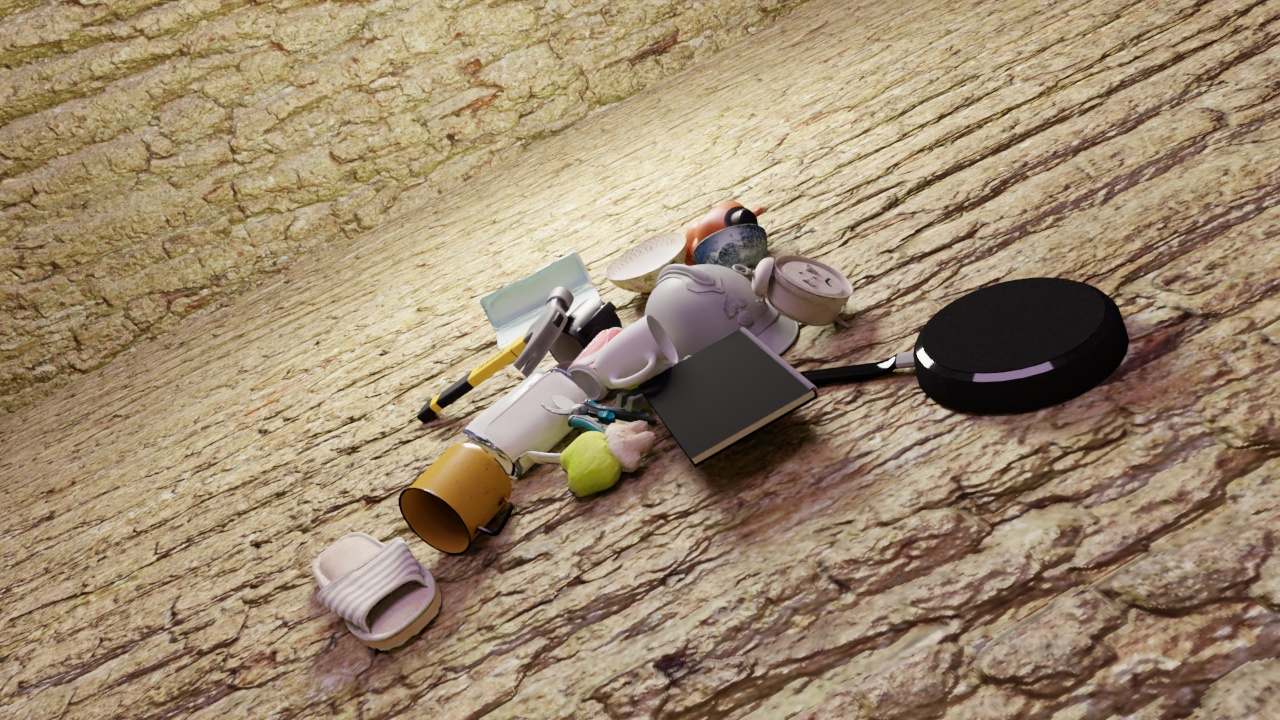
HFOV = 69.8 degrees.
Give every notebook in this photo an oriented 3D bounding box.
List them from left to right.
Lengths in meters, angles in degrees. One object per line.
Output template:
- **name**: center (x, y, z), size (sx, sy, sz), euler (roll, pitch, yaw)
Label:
- **notebook**: center (0.091, 0.033, 1.024), size (0.149, 0.016, 0.206), euler (-29, 25, -4)

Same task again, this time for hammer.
- **hammer**: center (-0.230, 0.016, 1.363), size (0.325, 0.034, 0.169), euler (-32, 24, 33)

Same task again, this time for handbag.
- **handbag**: center (-0.125, 0.084, 1.183), size (0.176, 0.074, 0.151), euler (18, 48, 44)

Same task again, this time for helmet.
- **helmet**: center (0.082, -0.076, 1.236), size (0.183, 0.118, 0.271), euler (-37, 29, -22)

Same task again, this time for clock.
- **clock**: center (0.190, -0.090, 1.164), size (0.157, 0.061, 0.103), euler (18, 31, -2)

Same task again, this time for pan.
- **pan**: center (0.317, -0.011, 0.975), size (0.357, 0.044, 0.203), euler (-8, 30, 32)

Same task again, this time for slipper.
- **slipper**: center (-0.317, 0.253, 1.064), size (0.114, 0.054, 0.273), euler (-33, 24, -26)

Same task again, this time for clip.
- **clip**: center (0.002, 0.045, 1.158), size (0.043, 0.023, 0.075), euler (22, 25, 35)

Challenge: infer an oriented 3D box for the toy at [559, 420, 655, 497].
- **toy**: center (-0.037, 0.109, 1.072), size (0.118, 0.043, 0.092), euler (-30, 35, 1)

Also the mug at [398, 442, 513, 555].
- **mug**: center (-0.205, 0.164, 1.081), size (0.124, 0.101, 0.093), euler (20, 42, 20)

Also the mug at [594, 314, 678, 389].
- **mug**: center (-0.010, 0.004, 1.137), size (0.089, 0.071, 0.107), euler (-31, 22, 16)

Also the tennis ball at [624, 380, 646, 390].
- **tennis ball**: center (-0.007, 0.007, 1.223), size (0.065, 0.065, 0.065), euler (-21, 25, 10)

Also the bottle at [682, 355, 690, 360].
- **bottle**: center (0.101, 0.038, 1.082), size (0.174, 0.046, 0.083), euler (4, 38, 48)

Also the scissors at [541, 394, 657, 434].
- **scissors**: center (-0.049, 0.075, 1.139), size (0.155, 0.019, 0.124), euler (-9, 40, -5)

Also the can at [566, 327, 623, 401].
- **can**: center (-0.052, 0.004, 1.274), size (0.064, 0.064, 0.104), euler (-5, 32, 38)

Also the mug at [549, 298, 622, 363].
- **mug**: center (-0.075, -0.045, 1.352), size (0.087, 0.078, 0.114), euler (-47, 1, -38)

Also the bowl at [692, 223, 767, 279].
- **bowl**: center (0.141, -0.150, 1.376), size (0.114, 0.060, 0.114), euler (-14, -19, -5)

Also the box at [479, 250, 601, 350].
- **box**: center (-0.174, -0.103, 1.598), size (0.197, 0.074, 0.126), euler (-27, 44, 1)

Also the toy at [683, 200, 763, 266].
- **toy**: center (0.129, -0.204, 1.464), size (0.112, 0.096, 0.176), euler (-36, -5, -20)

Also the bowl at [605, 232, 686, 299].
- **bowl**: center (0.020, -0.144, 1.493), size (0.145, 0.063, 0.145), euler (-22, 25, 11)

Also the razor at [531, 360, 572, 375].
- **razor**: center (-0.139, 0.029, 1.344), size (0.088, 0.047, 0.116), euler (-31, 17, -11)
